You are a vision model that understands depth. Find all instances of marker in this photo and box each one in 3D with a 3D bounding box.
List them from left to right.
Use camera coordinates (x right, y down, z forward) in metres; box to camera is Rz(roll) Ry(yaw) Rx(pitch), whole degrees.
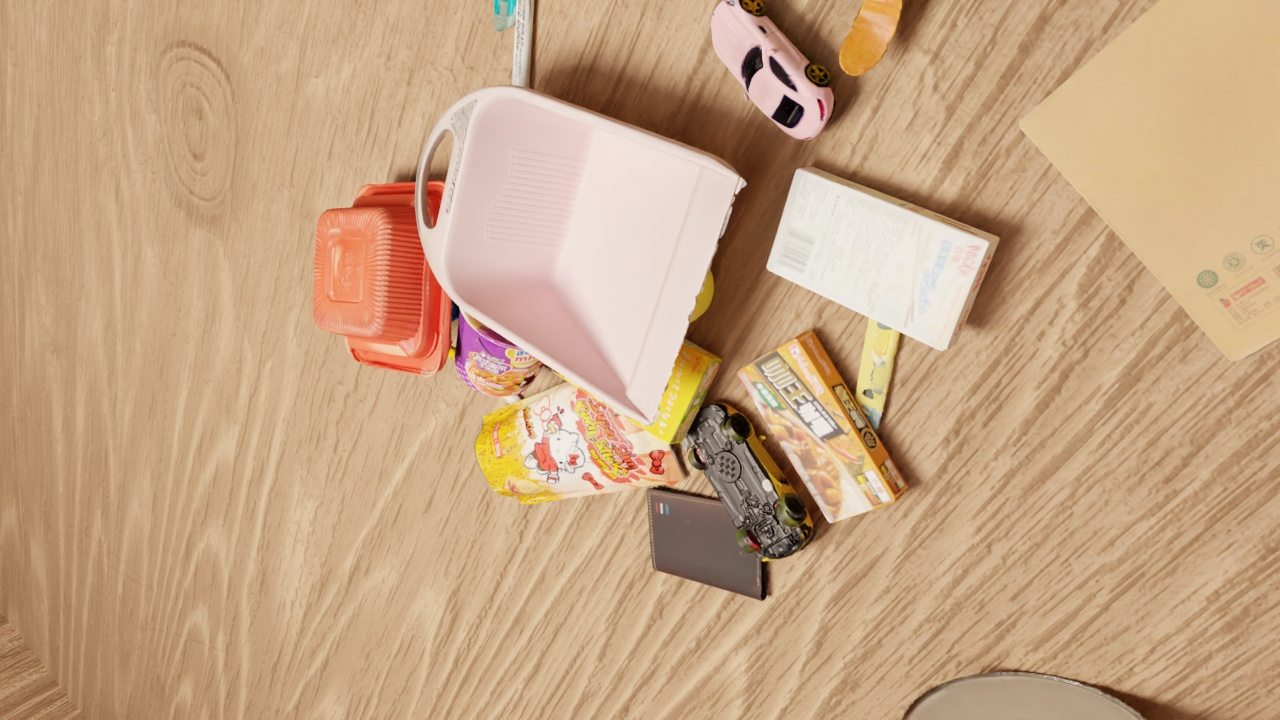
[{"bbox_3d":[-0.101,-0.302,0.800,0.017,0.017,0.145,23,121,27],"label":"marker"}]

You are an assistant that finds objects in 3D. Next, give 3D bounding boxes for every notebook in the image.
[{"bbox_3d":[0.356,-0.118,0.554,0.207,0.008,0.148,51,129,7],"label":"notebook"}]

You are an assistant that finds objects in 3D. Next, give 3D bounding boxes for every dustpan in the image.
[{"bbox_3d":[-0.076,-0.099,0.750,0.273,0.138,0.223,43,124,47],"label":"dustpan"}]

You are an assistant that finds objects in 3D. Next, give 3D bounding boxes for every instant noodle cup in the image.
[{"bbox_3d":[-0.251,-0.081,0.882,0.165,0.079,0.189,5,94,40],"label":"instant noodle cup"},{"bbox_3d":[-0.130,-0.024,0.889,0.111,0.111,0.099,42,137,14],"label":"instant noodle cup"}]

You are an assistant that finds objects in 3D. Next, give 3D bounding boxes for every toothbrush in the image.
[{"bbox_3d":[-0.201,0.000,1.002,0.191,0.018,0.016,34,127,21],"label":"toothbrush"}]

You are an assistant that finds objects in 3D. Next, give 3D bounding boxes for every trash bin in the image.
[{"bbox_3d":[0.297,0.396,0.691,0.230,0.228,0.252,0,104,36],"label":"trash bin"}]

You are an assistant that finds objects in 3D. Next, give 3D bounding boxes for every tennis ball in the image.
[{"bbox_3d":[0.030,-0.063,0.777,0.065,0.065,0.065,15,118,31],"label":"tennis ball"}]

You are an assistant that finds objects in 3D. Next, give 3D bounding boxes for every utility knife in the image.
[{"bbox_3d":[-0.112,-0.383,0.774,0.029,0.013,0.206,22,121,27],"label":"utility knife"},{"bbox_3d":[0.191,-0.018,0.716,0.031,0.018,0.165,23,126,34],"label":"utility knife"}]

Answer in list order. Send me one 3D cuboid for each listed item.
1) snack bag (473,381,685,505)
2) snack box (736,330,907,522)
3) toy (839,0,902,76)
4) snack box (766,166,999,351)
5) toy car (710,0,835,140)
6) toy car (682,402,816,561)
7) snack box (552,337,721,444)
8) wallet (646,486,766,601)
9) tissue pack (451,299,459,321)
[{"bbox_3d":[-0.064,0.081,0.919,0.208,0.073,0.128,-16,99,32],"label":"snack bag"},{"bbox_3d":[0.150,0.057,0.762,0.075,0.026,0.153,-33,87,47],"label":"snack box"},{"bbox_3d":[0.146,-0.297,0.576,0.247,0.089,0.227,24,131,31],"label":"toy"},{"bbox_3d":[0.173,-0.078,0.678,0.157,0.026,0.085,29,119,29],"label":"snack box"},{"bbox_3d":[0.093,-0.214,0.674,0.122,0.037,0.056,50,154,9],"label":"toy car"},{"bbox_3d":[0.095,0.105,0.817,0.071,0.041,0.156,-46,71,39],"label":"toy car"},{"bbox_3d":[-0.005,0.005,0.834,0.140,0.033,0.087,31,103,22],"label":"snack box"},{"bbox_3d":[0.064,0.175,0.888,0.122,0.020,0.096,7,113,31],"label":"wallet"},{"bbox_3d":[-0.235,-0.085,0.966,0.157,0.052,0.095,-2,104,37],"label":"tissue pack"}]
